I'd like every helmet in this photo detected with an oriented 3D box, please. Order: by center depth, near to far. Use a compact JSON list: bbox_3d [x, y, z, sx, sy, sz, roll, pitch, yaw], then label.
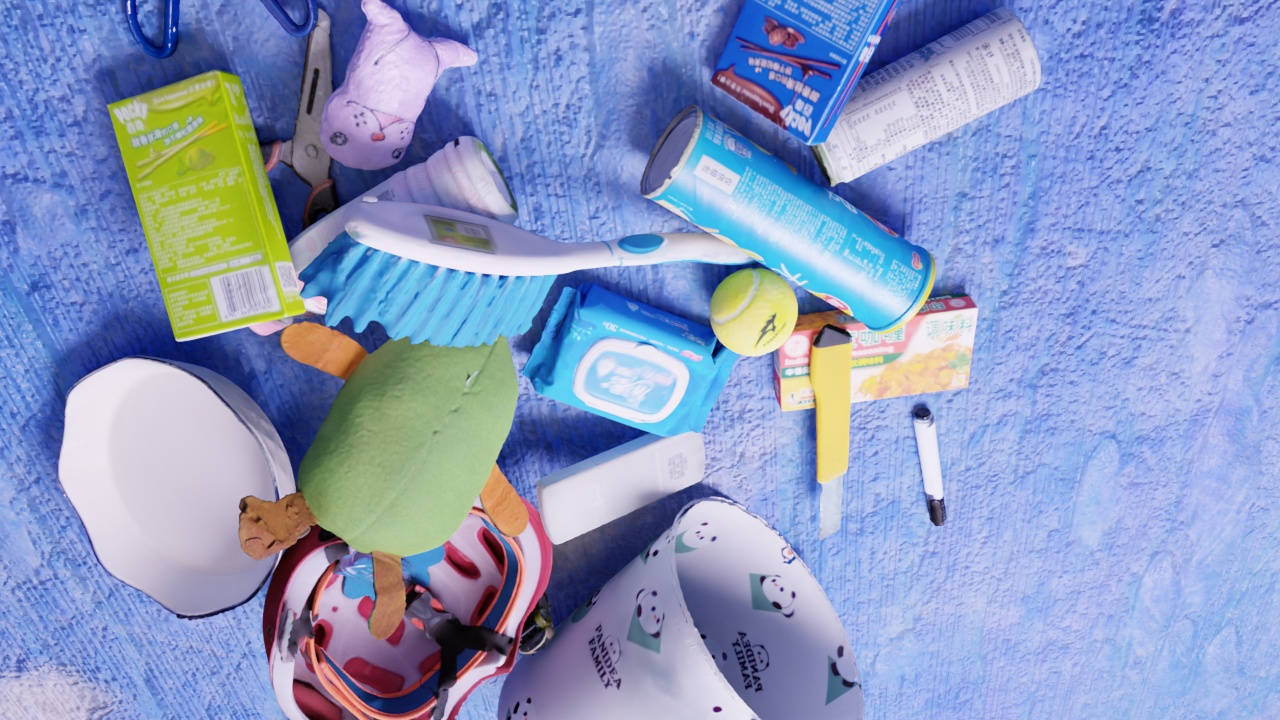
[{"bbox_3d":[-0.199,0.184,0.758,0.239,0.144,0.207,-48,125,-10],"label":"helmet"}]

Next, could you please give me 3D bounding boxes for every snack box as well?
[{"bbox_3d":[0.111,-0.222,0.560,0.084,0.026,0.157,39,121,21],"label":"snack box"},{"bbox_3d":[-0.277,-0.096,0.587,0.086,0.026,0.156,-12,97,13],"label":"snack box"},{"bbox_3d":[0.186,-0.006,0.734,0.156,0.027,0.077,-8,124,0],"label":"snack box"}]

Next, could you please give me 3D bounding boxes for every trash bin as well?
[{"bbox_3d":[0.023,0.282,0.803,0.229,0.229,0.253,36,119,-25],"label":"trash bin"}]

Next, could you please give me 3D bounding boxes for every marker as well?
[{"bbox_3d":[0.257,0.096,0.811,0.018,0.022,0.131,-13,124,10],"label":"marker"}]

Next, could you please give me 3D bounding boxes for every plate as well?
[{"bbox_3d":[-0.348,0.093,0.698,0.205,0.045,0.205,5,107,17],"label":"plate"}]

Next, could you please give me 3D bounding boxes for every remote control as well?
[{"bbox_3d":[-0.014,0.097,0.751,0.149,0.021,0.058,-20,120,-24],"label":"remote control"}]

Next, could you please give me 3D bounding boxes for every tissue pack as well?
[{"bbox_3d":[-0.004,0.004,0.709,0.157,0.052,0.095,19,120,-16],"label":"tissue pack"}]

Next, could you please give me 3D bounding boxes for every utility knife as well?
[{"bbox_3d":[0.154,0.064,0.750,0.033,0.015,0.220,-7,122,-2],"label":"utility knife"}]

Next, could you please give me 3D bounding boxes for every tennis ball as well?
[{"bbox_3d":[0.084,-0.036,0.683,0.065,0.065,0.066,-2,123,-4],"label":"tennis ball"}]

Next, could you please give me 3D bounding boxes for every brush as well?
[{"bbox_3d":[-0.055,-0.060,0.614,0.313,0.060,0.110,6,133,-38],"label":"brush"}]

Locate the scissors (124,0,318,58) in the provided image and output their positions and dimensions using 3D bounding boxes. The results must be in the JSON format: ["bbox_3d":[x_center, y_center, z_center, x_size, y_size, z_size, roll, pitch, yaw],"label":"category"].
[{"bbox_3d":[-0.263,-0.251,0.540,0.162,0.012,0.176,31,118,-13],"label":"scissors"}]

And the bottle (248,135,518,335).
[{"bbox_3d":[-0.182,-0.079,0.621,0.197,0.068,0.068,-27,121,6],"label":"bottle"}]

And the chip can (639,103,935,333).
[{"bbox_3d":[0.105,-0.095,0.644,0.210,0.071,0.071,27,117,-20],"label":"chip can"}]

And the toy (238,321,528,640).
[{"bbox_3d":[-0.162,0.059,0.643,0.090,0.246,0.227,-9,132,47],"label":"toy"}]

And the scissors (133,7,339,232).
[{"bbox_3d":[-0.233,-0.126,0.626,0.226,0.015,0.189,-18,124,5],"label":"scissors"}]

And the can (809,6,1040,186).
[{"bbox_3d":[0.182,-0.173,0.607,0.147,0.058,0.058,-26,121,12],"label":"can"}]

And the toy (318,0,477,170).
[{"bbox_3d":[-0.160,-0.167,0.581,0.083,0.039,0.108,12,120,-45],"label":"toy"}]

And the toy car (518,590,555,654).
[{"bbox_3d":[-0.101,0.218,0.819,0.042,0.090,0.035,-44,135,18],"label":"toy car"}]
